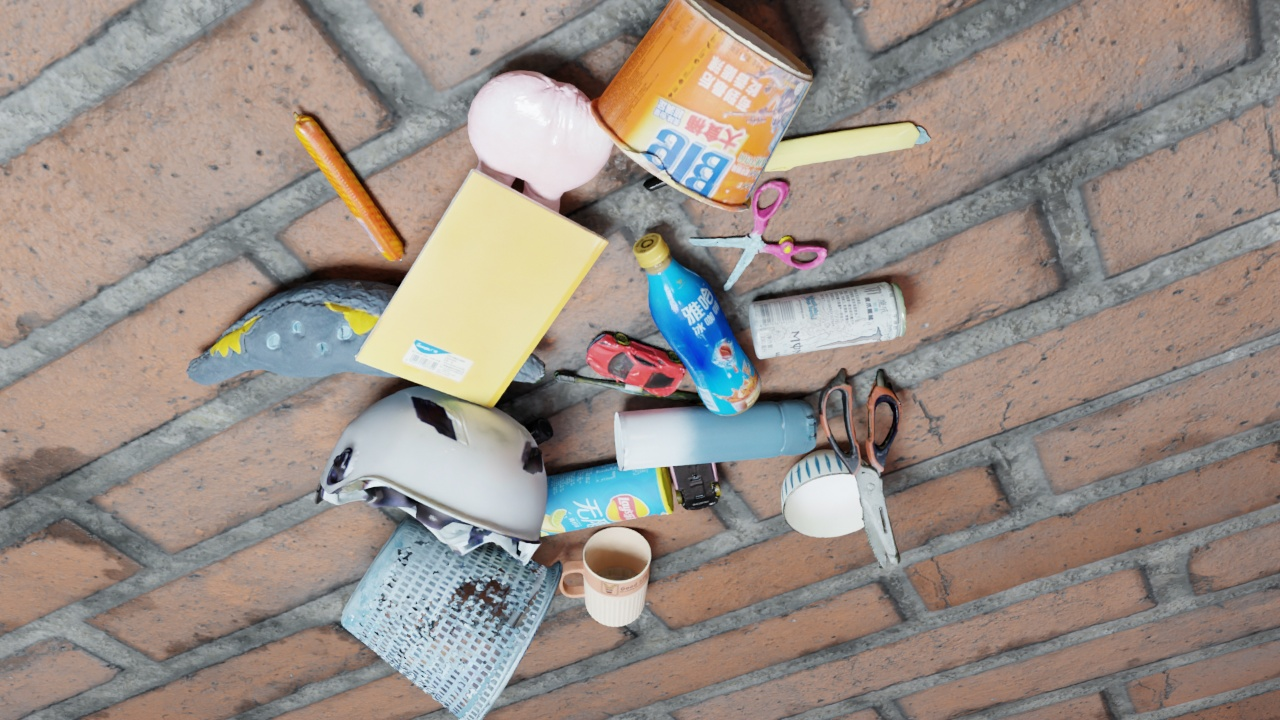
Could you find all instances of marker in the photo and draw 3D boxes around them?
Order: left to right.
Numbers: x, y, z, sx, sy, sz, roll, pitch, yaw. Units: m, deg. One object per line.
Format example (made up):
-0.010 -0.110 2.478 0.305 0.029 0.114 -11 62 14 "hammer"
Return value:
0.059 -0.177 0.806 0.124 0.018 0.015 -20 128 15 "marker"

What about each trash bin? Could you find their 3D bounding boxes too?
-0.231 0.290 1.084 0.195 0.225 0.227 32 125 -5 "trash bin"

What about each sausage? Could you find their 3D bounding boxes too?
-0.255 -0.149 0.810 0.021 0.021 0.165 -18 130 12 "sausage"

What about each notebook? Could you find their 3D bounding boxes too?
-0.141 -0.055 0.823 0.145 0.010 0.207 23 113 -34 "notebook"

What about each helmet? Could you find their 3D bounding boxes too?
-0.194 0.105 0.934 0.229 0.145 0.259 26 158 -25 "helmet"

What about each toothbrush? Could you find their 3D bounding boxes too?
-0.187 0.125 1.057 0.213 0.026 0.027 -32 103 24 "toothbrush"
-0.002 0.032 0.989 0.185 0.017 0.012 10 93 -12 "toothbrush"

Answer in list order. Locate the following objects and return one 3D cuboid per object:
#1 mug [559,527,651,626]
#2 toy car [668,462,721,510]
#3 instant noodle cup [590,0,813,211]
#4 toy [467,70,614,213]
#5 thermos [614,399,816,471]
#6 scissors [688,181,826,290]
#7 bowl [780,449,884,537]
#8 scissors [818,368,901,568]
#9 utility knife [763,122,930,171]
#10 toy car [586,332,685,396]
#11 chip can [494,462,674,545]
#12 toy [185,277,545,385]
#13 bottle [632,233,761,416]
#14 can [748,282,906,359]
-0.046 0.276 1.159 0.114 0.081 0.106 -4 134 -8 "mug"
0.060 0.120 1.060 0.056 0.037 0.122 -13 119 0 "toy car"
0.052 -0.203 0.704 0.151 0.151 0.112 23 118 -22 "instant noodle cup"
-0.093 -0.174 0.777 0.121 0.054 0.160 19 139 -19 "toy"
0.082 0.079 0.989 0.220 0.070 0.070 -4 132 -9 "thermos"
0.113 -0.115 0.867 0.133 0.017 0.136 3 134 -1 "scissors"
0.220 0.146 1.071 0.116 0.066 0.117 -1 131 -1 "bowl"
0.260 0.117 1.002 0.206 0.015 0.193 38 90 -6 "scissors"
0.175 -0.186 0.805 0.163 0.018 0.031 -5 136 4 "utility knife"
-0.006 0.006 0.957 0.106 0.031 0.049 20 126 -18 "toy car"
-0.071 0.162 1.065 0.210 0.071 0.071 -13 131 8 "chip can"
-0.270 -0.019 0.881 0.356 0.091 0.138 1 142 -2 "toy"
0.053 -0.035 0.902 0.065 0.065 0.219 -21 128 15 "bottle"
0.183 -0.040 0.908 0.147 0.058 0.058 -8 132 4 "can"
